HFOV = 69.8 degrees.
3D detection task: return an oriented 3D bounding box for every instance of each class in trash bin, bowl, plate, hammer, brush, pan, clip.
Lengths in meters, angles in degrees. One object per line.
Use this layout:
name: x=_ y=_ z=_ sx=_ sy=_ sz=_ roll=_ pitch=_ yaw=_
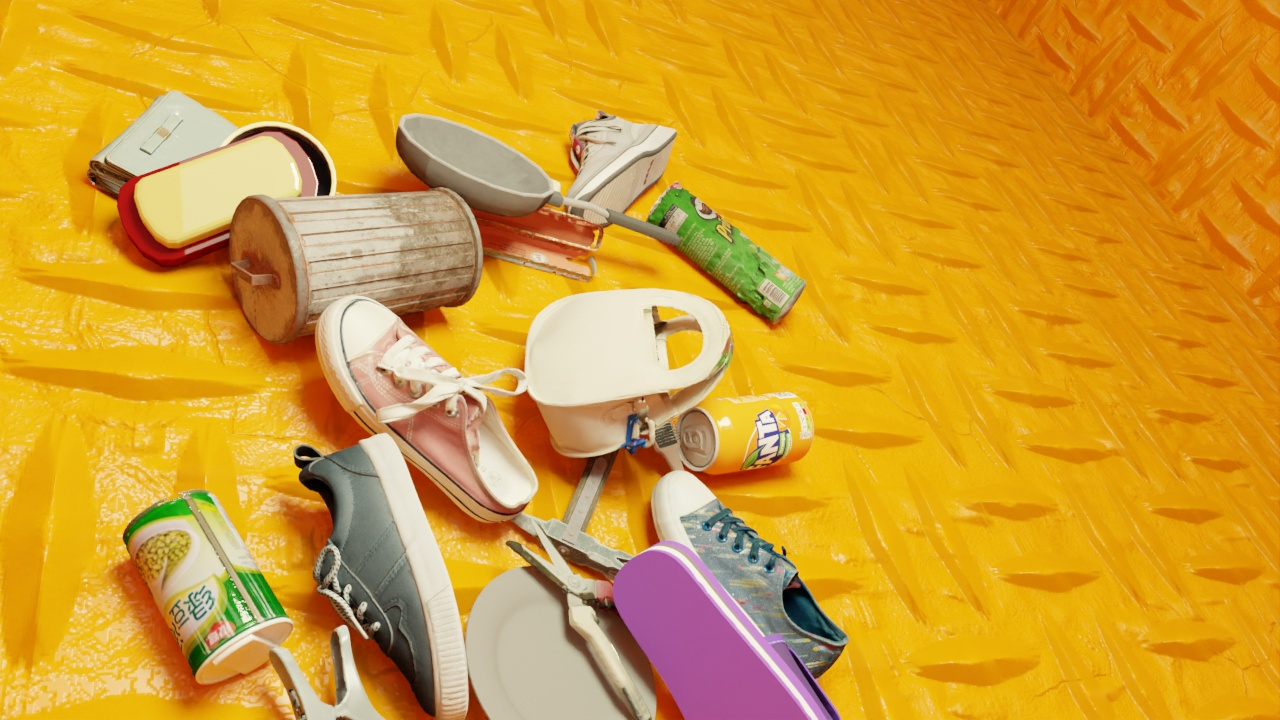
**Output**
trash bin: x=-0.269 y=-0.094 z=0.858 sx=0.210 sy=0.131 sz=0.131 roll=-16 pitch=60 yaw=-44
bowl: x=-0.363 y=-0.173 z=0.914 sx=0.112 sy=0.061 sz=0.112 roll=4 pitch=79 yaw=-21
plate: x=-0.063 y=0.246 z=0.735 sx=0.178 sy=0.012 sz=0.178 roll=29 pitch=34 yaw=-22
hammer: x=-0.032 y=0.074 z=0.931 sx=0.147 sy=0.028 sz=0.315 roll=26 pitch=40 yaw=-2
brush: x=-0.385 y=-0.152 z=0.844 sx=0.173 sy=0.042 sz=0.082 roll=-28 pitch=92 yaw=-23
pan: x=-0.107 y=-0.185 z=1.038 sx=0.356 sy=0.041 sz=0.178 roll=15 pitch=26 yaw=-29
brush: x=0.035 y=0.094 z=0.936 sx=0.049 sy=0.015 sz=0.135 roll=-8 pitch=71 yaw=-60
clip: x=-0.216 y=0.269 z=0.597 sx=0.141 sy=0.029 sz=0.171 roll=-21 pitch=72 yaw=-45

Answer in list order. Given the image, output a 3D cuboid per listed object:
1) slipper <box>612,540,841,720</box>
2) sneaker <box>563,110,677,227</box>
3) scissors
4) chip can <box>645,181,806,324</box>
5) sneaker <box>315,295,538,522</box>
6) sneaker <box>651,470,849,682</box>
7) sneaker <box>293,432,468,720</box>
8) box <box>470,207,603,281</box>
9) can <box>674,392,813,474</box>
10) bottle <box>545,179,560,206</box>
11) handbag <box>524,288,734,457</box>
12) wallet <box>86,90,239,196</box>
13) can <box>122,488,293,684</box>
slipper: x=0.088 y=0.263 z=0.758 sx=0.266 sy=0.107 sz=0.083 roll=54 pitch=29 yaw=12
sneaker: x=-0.053 y=-0.265 z=1.213 sx=0.129 sy=0.097 sz=0.262 roll=27 pitch=40 yaw=9
scissors: x=-0.029 y=0.221 z=0.773 sx=0.193 sy=0.015 sz=0.179 roll=21 pitch=37 yaw=-31
chip can: x=0.113 y=-0.140 z=1.207 sx=0.223 sy=0.076 sz=0.075 roll=39 pitch=40 yaw=4
sneaker: x=-0.171 y=0.034 z=0.770 sx=0.241 sy=0.088 sz=0.118 roll=47 pitch=46 yaw=-6
sneaker: x=0.099 y=0.192 z=0.847 sx=0.235 sy=0.079 sz=0.087 roll=54 pitch=31 yaw=16
sneaker: x=-0.195 y=0.162 z=0.685 sx=0.087 sy=0.089 sz=0.235 roll=-17 pitch=67 yaw=-24
box: x=-0.134 y=-0.147 z=1.070 sx=0.186 sy=0.083 sz=0.043 roll=11 pitch=4 yaw=-23
can: x=0.113 y=0.078 z=0.985 sx=0.142 sy=0.079 sz=0.079 roll=-3 pitch=53 yaw=-36
bottle: x=-0.177 y=-0.229 z=1.107 sx=0.166 sy=0.060 sz=0.059 roll=19 pitch=42 yaw=-19
handbag: x=-0.005 y=0.005 z=0.901 sx=0.200 sy=0.093 sz=0.200 roll=-11 pitch=36 yaw=7
wallet: x=-0.460 y=-0.200 z=0.898 sx=0.100 sy=0.054 sz=0.131 roll=23 pitch=46 yaw=-13
can: x=-0.300 y=0.156 z=0.636 sx=0.067 sy=0.067 sz=0.121 roll=-21 pitch=64 yaw=-45
